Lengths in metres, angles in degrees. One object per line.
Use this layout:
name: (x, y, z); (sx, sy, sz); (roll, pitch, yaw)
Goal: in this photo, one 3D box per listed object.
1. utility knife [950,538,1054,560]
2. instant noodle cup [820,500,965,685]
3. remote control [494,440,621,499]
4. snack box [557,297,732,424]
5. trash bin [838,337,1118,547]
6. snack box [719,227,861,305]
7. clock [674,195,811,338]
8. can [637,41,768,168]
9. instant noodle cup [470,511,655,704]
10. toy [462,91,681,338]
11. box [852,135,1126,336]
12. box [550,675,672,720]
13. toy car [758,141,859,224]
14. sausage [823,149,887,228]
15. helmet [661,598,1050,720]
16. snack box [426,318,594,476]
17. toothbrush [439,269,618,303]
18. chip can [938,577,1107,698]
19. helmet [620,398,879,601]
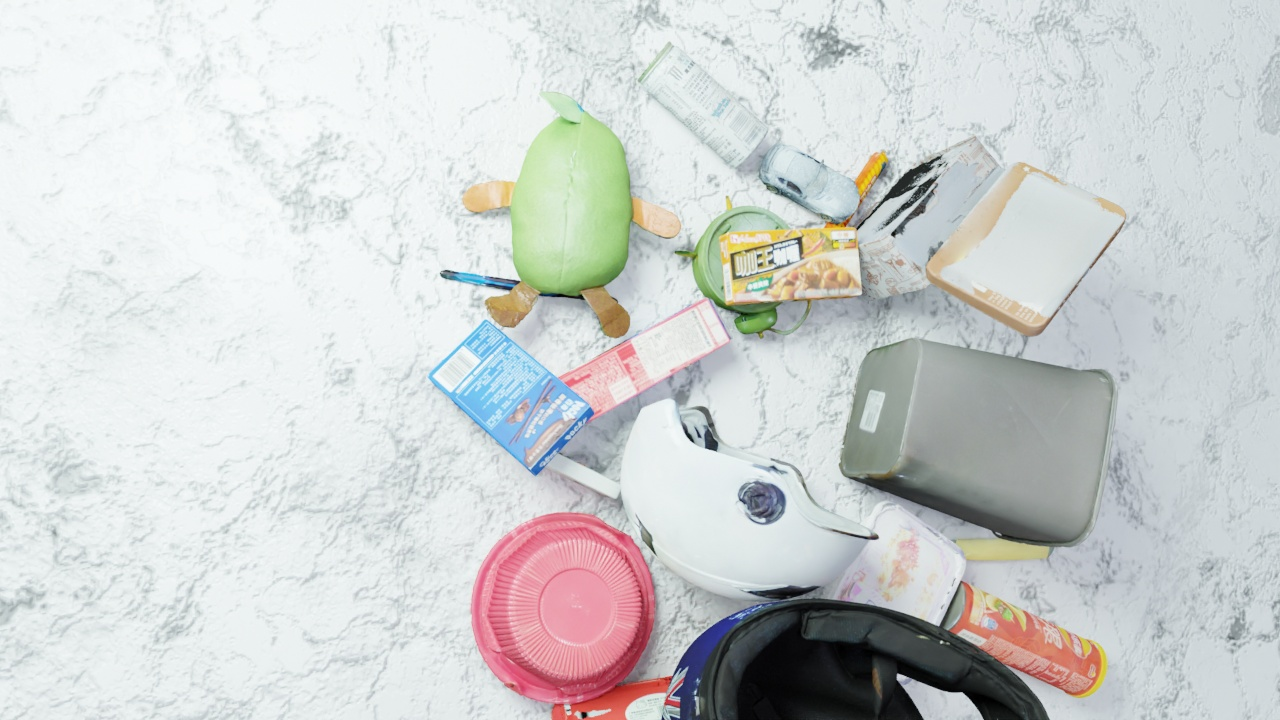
utility knife: (0.421, 0.225, 1.102); (0.195, 0.020, 0.031); (4, 80, -23)
instant noodle cup: (0.272, 0.258, 1.033); (0.138, 0.060, 0.173); (35, 77, -13)
remote control: (-0.085, 0.105, 0.939); (0.135, 0.056, 0.019); (28, 79, -13)
snack box: (-0.006, 0.006, 0.968); (0.207, 0.057, 0.058); (-29, 93, -16)
trash bin: (0.358, 0.082, 1.011); (0.219, 0.199, 0.199); (15, 81, -8)
snack box: (0.161, -0.101, 0.980); (0.153, 0.026, 0.075); (-4, 88, -17)
clock: (0.125, -0.096, 1.012); (0.161, 0.056, 0.116); (45, 77, -10)
can: (0.069, -0.279, 1.004); (0.146, 0.058, 0.058); (39, 77, -11)
instant noodle cup: (-0.070, 0.245, 0.917); (0.193, 0.066, 0.193); (4, 75, -15)
toy: (-0.071, -0.145, 0.941); (0.227, 0.090, 0.246); (7, 81, -5)
box: (0.351, -0.140, 0.990); (0.179, 0.273, 0.130); (-46, 127, -15)
box: (0.008, 0.398, 0.956); (0.201, 0.095, 0.102); (-3, 128, -17)
toy car: (0.193, -0.202, 1.042); (0.120, 0.037, 0.054); (30, 79, -2)
sausage: (0.245, -0.183, 1.070); (0.021, 0.021, 0.165); (37, 78, -12)
helmet: (0.174, 0.351, 0.819); (0.315, 0.241, 0.246); (11, 53, 6)
snack box: (-0.128, 0.034, 0.901); (0.157, 0.026, 0.084); (38, 77, 25)
toothbrush: (-0.116, -0.076, 0.965); (0.189, 0.016, 0.014); (8, 94, -13)
chip can: (0.439, 0.325, 1.075); (0.216, 0.073, 0.073); (25, 80, -14)
helmet: (0.086, 0.154, 0.903); (0.259, 0.229, 0.146); (34, 93, 9)
